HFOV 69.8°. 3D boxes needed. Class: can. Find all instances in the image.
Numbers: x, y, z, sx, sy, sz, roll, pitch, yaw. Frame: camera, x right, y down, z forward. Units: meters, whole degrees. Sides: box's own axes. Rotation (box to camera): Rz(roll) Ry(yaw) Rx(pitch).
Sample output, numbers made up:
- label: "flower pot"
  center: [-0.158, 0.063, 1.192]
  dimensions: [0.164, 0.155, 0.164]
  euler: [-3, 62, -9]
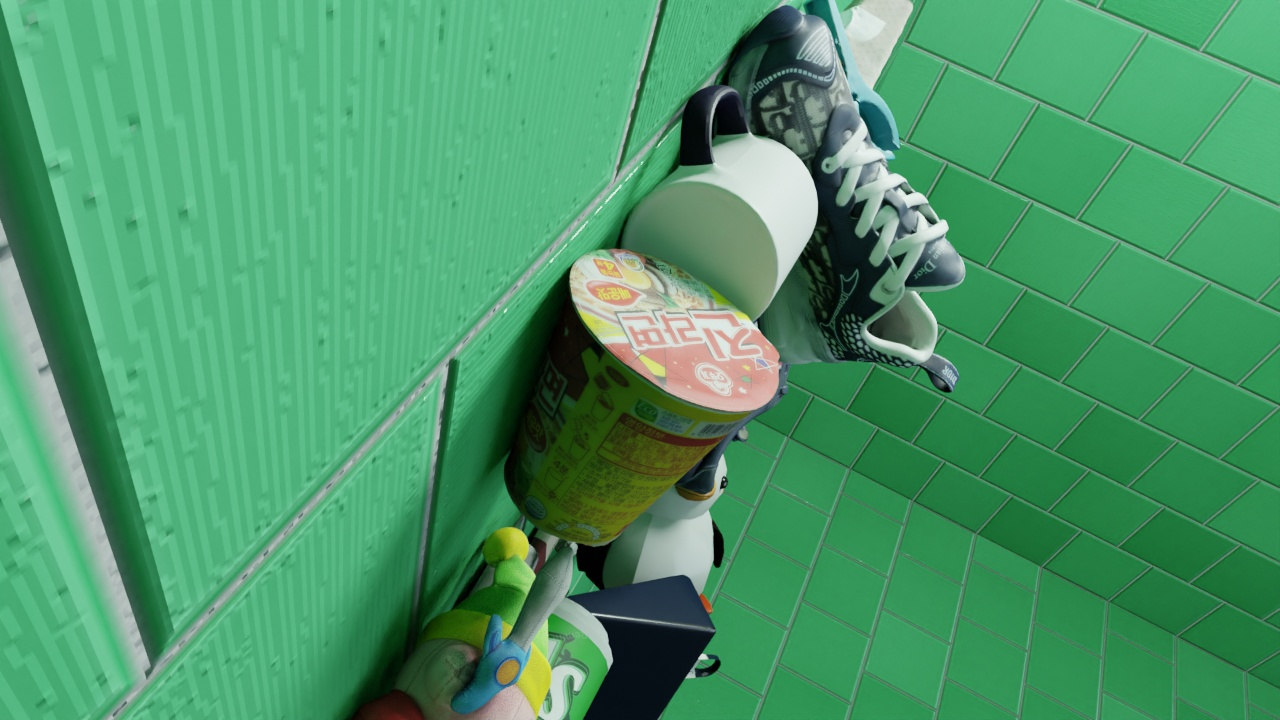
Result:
- label: "can"
  center: [-0.084, 0.236, 0.629]
  dimensions: [0.139, 0.088, 0.088]
  euler: [-56, 170, -40]

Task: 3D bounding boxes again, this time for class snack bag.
- label: "snack bag"
  center: [-0.050, 0.097, 0.657]
  dimensions: [0.157, 0.013, 0.057]
  euler: [-59, 173, -27]

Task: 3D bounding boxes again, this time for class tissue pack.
- label: "tissue pack"
  center: [0.130, -0.200, 0.689]
  dimensions: [0.181, 0.071, 0.104]
  euler: [-57, -174, -15]

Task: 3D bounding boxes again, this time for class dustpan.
- label: "dustpan"
  center: [-0.027, 0.294, 0.833]
  dimensions: [0.237, 0.272, 0.080]
  euler: [-62, -149, 22]

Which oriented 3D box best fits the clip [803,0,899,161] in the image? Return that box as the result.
- label: "clip"
  center: [0.139, -0.184, 0.623]
  dimensions: [0.026, 0.116, 0.097]
  euler: [5, -121, 56]

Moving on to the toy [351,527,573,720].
- label: "toy"
  center: [-0.081, 0.141, 0.437]
  dimensions: [0.131, 0.097, 0.124]
  euler: [-36, 153, -30]

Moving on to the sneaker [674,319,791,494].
- label: "sneaker"
  center: [0.105, -0.014, 0.770]
  dimensions: [0.294, 0.127, 0.121]
  euler: [-56, -156, -9]

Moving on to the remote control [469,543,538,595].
- label: "remote control"
  center: [-0.105, 0.170, 0.520]
  dimensions: [0.150, 0.019, 0.074]
  euler: [-60, 172, -16]

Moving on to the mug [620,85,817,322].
- label: "mug"
  center: [0.041, -0.082, 0.466]
  dimensions: [0.096, 0.079, 0.112]
  euler: [-51, 138, -56]

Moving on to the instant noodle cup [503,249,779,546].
- label: "instant noodle cup"
  center: [-0.011, 0.023, 0.415]
  dimensions: [0.113, 0.100, 0.100]
  euler: [-55, 177, 31]

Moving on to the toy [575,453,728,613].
- label: "toy"
  center: [0.016, 0.137, 0.894]
  dimensions: [0.140, 0.159, 0.184]
  euler: [39, -62, 55]

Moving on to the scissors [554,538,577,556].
- label: "scissors"
  center: [-0.058, 0.134, 0.582]
  dimensions: [0.206, 0.015, 0.201]
  euler: [-59, 179, 11]

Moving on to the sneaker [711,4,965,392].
- label: "sneaker"
  center: [0.132, -0.083, 0.555]
  dimensions: [0.103, 0.132, 0.270]
  euler: [-48, 140, -24]

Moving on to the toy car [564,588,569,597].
- label: "toy car"
  center: [-0.085, 0.212, 0.761]
  dimensions: [0.038, 0.027, 0.090]
  euler: [-42, 157, -54]
